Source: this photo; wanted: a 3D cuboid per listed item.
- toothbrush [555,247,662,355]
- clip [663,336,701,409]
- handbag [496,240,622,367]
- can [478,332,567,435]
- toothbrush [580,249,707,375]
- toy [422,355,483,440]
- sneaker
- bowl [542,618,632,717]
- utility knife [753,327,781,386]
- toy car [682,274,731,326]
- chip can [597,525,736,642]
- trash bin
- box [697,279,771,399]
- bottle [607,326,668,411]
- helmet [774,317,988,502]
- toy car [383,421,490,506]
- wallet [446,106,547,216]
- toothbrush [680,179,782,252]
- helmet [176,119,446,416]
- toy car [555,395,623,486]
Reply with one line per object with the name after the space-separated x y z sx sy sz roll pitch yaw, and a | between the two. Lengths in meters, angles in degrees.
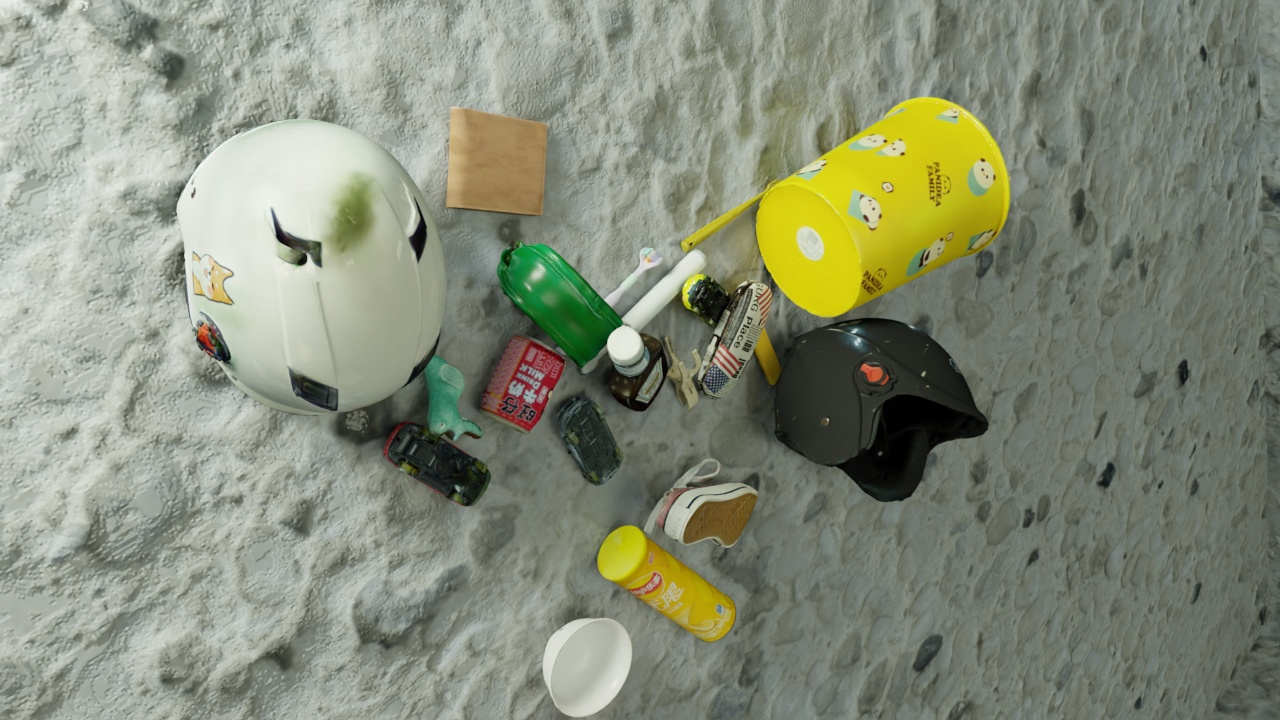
-0.042 -0.063 1.067 0.188 0.029 0.021 -48 162 -20 | toothbrush
0.056 0.019 1.133 0.035 0.095 0.102 -41 110 -26 | clip
-0.088 -0.064 0.965 0.068 0.120 0.131 -45 125 -1 | handbag
-0.127 0.026 0.984 0.066 0.067 0.093 33 78 -38 | can
0.004 -0.057 1.099 0.027 0.026 0.220 42 66 7 | toothbrush
-0.196 0.043 0.938 0.096 0.030 0.091 35 41 -48 | toy
0.075 0.185 1.169 0.240 0.088 0.118 14 102 -61 | sneaker
-0.075 0.353 1.091 0.118 0.065 0.118 -8 104 -37 | bowl
0.157 -0.028 1.236 0.033 0.015 0.156 -39 122 -18 | utility knife
0.080 -0.076 1.146 0.048 0.032 0.105 -61 151 0 | toy car
0.037 0.288 1.165 0.213 0.072 0.072 44 71 -36 | chip can
0.306 -0.192 1.202 0.254 0.230 0.230 -29 116 -25 | trash bin
0.119 -0.027 1.183 0.068 0.052 0.164 20 98 -35 | box
-0.006 0.006 1.021 0.079 0.044 0.195 -60 168 -9 | bottle
0.310 0.053 1.218 0.233 0.275 0.229 30 52 -52 | helmet
-0.209 0.106 0.947 0.120 0.045 0.052 40 75 -31 | toy car
-0.148 -0.204 0.954 0.115 0.020 0.101 -1 98 -42 | wallet
0.123 -0.188 1.176 0.189 0.017 0.016 -36 117 -29 | toothbrush
-0.263 -0.071 0.797 0.229 0.157 0.274 -18 110 -35 | helmet
-0.059 0.095 1.074 0.054 0.037 0.121 -46 133 -24 | toy car
